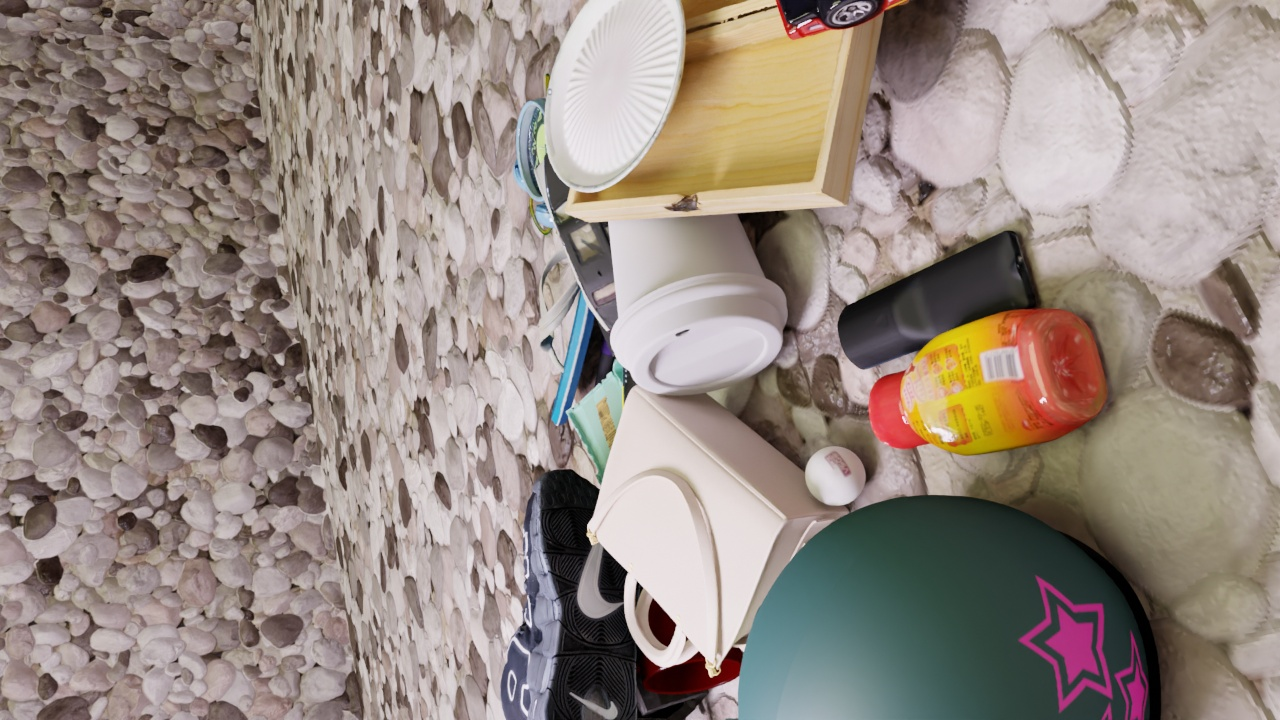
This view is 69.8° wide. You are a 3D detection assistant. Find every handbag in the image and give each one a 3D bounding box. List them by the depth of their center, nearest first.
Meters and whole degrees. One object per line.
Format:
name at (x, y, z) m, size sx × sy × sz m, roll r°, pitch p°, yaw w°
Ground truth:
handbag at (0.036, 0.146, 0.707) m, size 0.194 × 0.101 × 0.198 m, roll 40°, pitch 117°, yaw 40°
handbag at (-0.016, 0.337, 0.875) m, size 0.199 × 0.102 × 0.198 m, roll 65°, pitch 146°, yaw 31°

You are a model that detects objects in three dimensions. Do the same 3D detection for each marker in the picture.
marker at (-0.036, 0.003, 0.939) m, size 0.018 × 0.015 × 0.134 m, roll 32°, pitch 124°, yaw 32°

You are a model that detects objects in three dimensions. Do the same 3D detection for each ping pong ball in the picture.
ping pong ball at (0.132, 0.079, 0.624) m, size 0.040 × 0.040 × 0.040 m, roll 18°, pitch 110°, yaw 59°

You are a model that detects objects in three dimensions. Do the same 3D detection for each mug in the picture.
mug at (0.026, 0.232, 0.789) m, size 0.114 × 0.087 × 0.088 m, roll -23°, pitch 52°, yaw 17°

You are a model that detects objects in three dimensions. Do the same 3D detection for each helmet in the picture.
helmet at (0.139, 0.207, 0.471) m, size 0.177 × 0.199 × 0.275 m, roll 17°, pitch 110°, yaw 59°

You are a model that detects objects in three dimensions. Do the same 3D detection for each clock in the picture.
clock at (-0.086, -0.203, 0.948) m, size 0.118 × 0.060 × 0.162 m, roll 59°, pitch 146°, yaw 35°

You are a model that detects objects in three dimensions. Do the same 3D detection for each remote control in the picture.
remote control at (0.172, -0.032, 0.554) m, size 0.141 × 0.021 × 0.045 m, roll -29°, pitch 71°, yaw 58°

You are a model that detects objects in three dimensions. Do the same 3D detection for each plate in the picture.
plate at (-0.018, -0.194, 0.642) m, size 0.157 × 0.014 × 0.156 m, roll -15°, pitch 71°, yaw 48°

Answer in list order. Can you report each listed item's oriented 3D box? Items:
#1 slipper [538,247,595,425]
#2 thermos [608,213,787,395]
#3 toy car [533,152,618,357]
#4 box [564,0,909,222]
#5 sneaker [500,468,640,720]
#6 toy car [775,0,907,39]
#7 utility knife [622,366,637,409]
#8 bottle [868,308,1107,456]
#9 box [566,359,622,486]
slipper at (-0.071, -0.060, 0.911) m, size 0.118 × 0.060 × 0.295 m, roll -95°, pitch 17°, yaw -61°
thermos at (0.027, -0.096, 0.711) m, size 0.132 × 0.131 × 0.221 m, roll 127°, pitch 138°, yaw -51°
toy car at (-0.033, -0.104, 0.789) m, size 0.094 × 0.071 × 0.191 m, roll -25°, pitch 82°, yaw 21°
box at (0.054, -0.218, 0.605) m, size 0.247 × 0.068 × 0.253 m, roll 7°, pitch 81°, yaw 52°
sneaker at (-0.075, 0.230, 0.808) m, size 0.151 × 0.097 × 0.252 m, roll -44°, pitch 41°, yaw 45°
toy car at (0.151, -0.230, 0.457) m, size 0.190 × 0.056 × 0.081 m, roll -16°, pitch 79°, yaw 28°
utility knife at (-0.005, 0.005, 0.828) m, size 0.029 × 0.020 × 0.172 m, roll -18°, pitch 67°, yaw 42°
bottle at (0.185, 0.017, 0.511) m, size 0.134 × 0.048 × 0.071 m, roll -27°, pitch 71°, yaw 59°
box at (0.008, 0.068, 0.840) m, size 0.139 × 0.052 × 0.187 m, roll -58°, pitch 44°, yaw 30°
